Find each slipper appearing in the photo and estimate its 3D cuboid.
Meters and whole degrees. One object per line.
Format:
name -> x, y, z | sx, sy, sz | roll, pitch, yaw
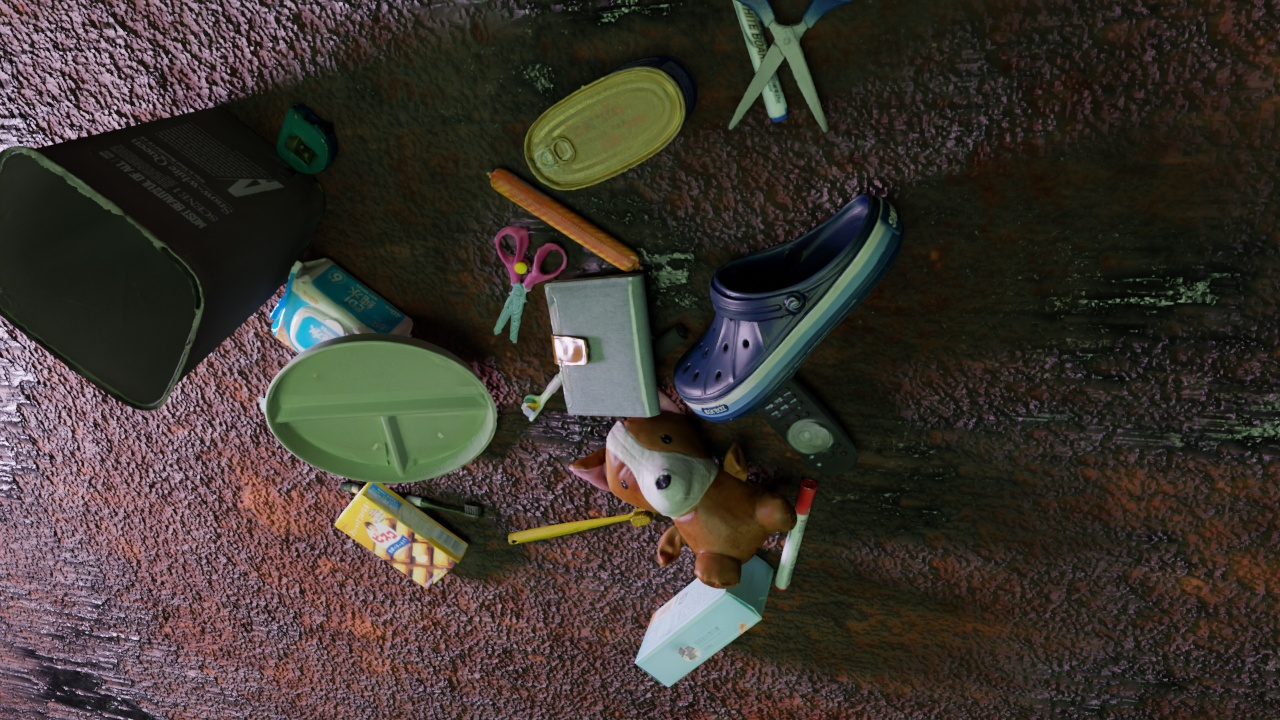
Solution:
slipper -> 0.104, -0.045, 0.759 | 0.095, 0.104, 0.254 | 37, 123, -14

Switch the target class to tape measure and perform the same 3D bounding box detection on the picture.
tape measure -> -0.314, -0.203, 0.860 | 0.054, 0.025, 0.058 | 36, 126, -3

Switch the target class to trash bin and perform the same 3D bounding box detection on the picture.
trash bin -> -0.428, -0.111, 0.840 | 0.199, 0.219, 0.199 | 38, 126, -5

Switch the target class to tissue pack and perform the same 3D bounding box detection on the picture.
tissue pack -> -0.307, -0.032, 0.939 | 0.140, 0.063, 0.090 | 37, 126, -5

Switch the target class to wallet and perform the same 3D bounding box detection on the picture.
wallet -> -0.038, -0.012, 0.846 | 0.107, 0.036, 0.130 | -1, 103, 31

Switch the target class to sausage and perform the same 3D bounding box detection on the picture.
sausage -> -0.067, -0.125, 0.822 | 0.165, 0.021, 0.022 | 33, 125, -1

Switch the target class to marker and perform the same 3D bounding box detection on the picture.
marker -> -0.005, 0.005, 0.881 | 0.020, 0.022, 0.132 | 41, 126, -17
marker -> 0.157, 0.180, 0.933 | 0.017, 0.017, 0.145 | 15, 124, 11
marker -> 0.084, -0.251, 0.694 | 0.017, 0.016, 0.146 | -11, 116, 25

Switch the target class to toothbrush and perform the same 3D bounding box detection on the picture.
toothbrush -> -0.069, 0.186, 1.017 | 0.190, 0.016, 0.016 | -15, 113, 27
toothbrush -> -0.270, 0.161, 1.076 | 0.186, 0.012, 0.017 | 9, 117, 15
toothbrush -> -0.063, -0.005, 0.897 | 0.020, 0.029, 0.190 | 9, 136, -40

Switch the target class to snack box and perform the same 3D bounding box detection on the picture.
snack box -> -0.283, 0.207, 1.087 | 0.140, 0.033, 0.087 | 40, 130, -10
snack box -> 0.068, 0.277, 0.989 | 0.051, 0.074, 0.175 | 37, 125, -6

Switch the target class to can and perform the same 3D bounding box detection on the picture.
can -> -0.025, -0.194, 0.748 | 0.148, 0.049, 0.074 | -21, 111, 29

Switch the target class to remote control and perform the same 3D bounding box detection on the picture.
remote control -> 0.148, 0.053, 0.853 | 0.053, 0.024, 0.136 | -36, 105, 31

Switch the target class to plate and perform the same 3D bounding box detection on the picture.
plate -> -0.263, 0.052, 0.945 | 0.230, 0.027, 0.231 | -4, 138, -4

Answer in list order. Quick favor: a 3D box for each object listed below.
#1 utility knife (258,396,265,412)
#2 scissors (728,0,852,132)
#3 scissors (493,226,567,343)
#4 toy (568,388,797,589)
utility knife -> -0.361, 0.082, 1.057 | 0.185, 0.018, 0.034 | 22, 110, 7
scissors -> 0.107, -0.250, 0.675 | 0.162, 0.012, 0.176 | 39, 117, -14
scissors -> -0.106, -0.065, 0.880 | 0.077, 0.017, 0.138 | 13, 128, 1
toy -> 0.040, 0.123, 0.881 | 0.199, 0.130, 0.140 | 43, 93, 3
